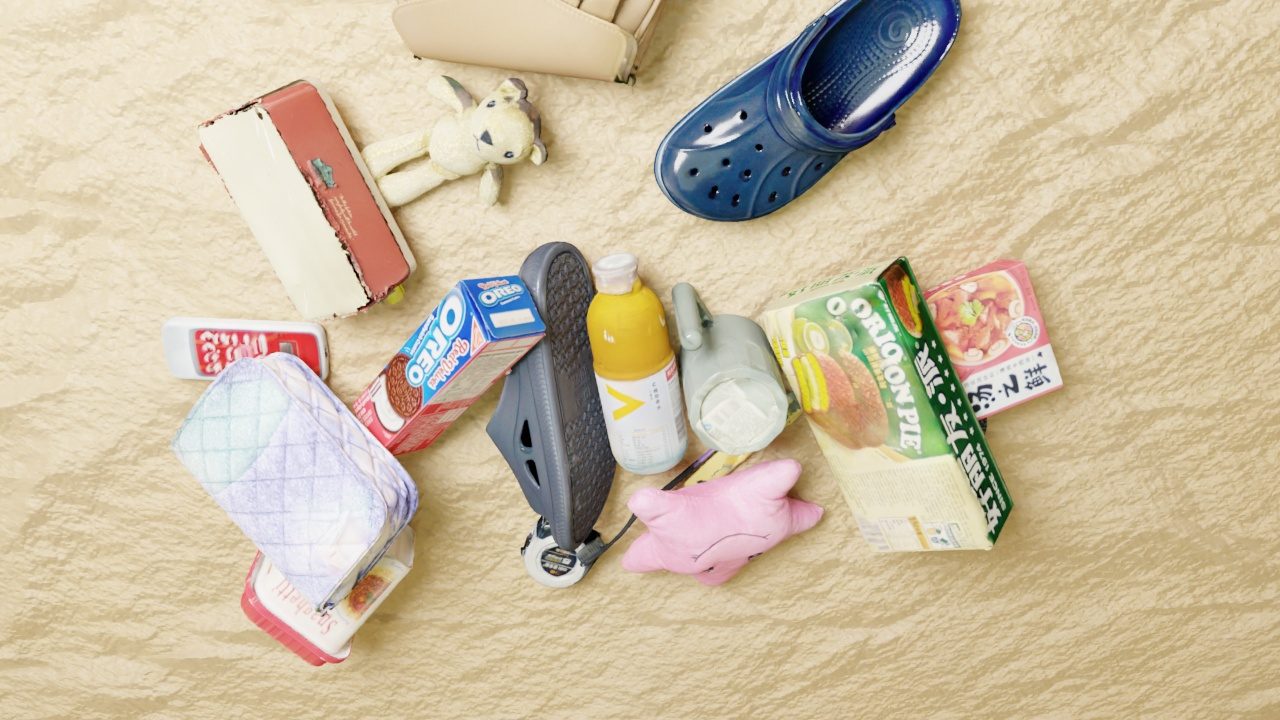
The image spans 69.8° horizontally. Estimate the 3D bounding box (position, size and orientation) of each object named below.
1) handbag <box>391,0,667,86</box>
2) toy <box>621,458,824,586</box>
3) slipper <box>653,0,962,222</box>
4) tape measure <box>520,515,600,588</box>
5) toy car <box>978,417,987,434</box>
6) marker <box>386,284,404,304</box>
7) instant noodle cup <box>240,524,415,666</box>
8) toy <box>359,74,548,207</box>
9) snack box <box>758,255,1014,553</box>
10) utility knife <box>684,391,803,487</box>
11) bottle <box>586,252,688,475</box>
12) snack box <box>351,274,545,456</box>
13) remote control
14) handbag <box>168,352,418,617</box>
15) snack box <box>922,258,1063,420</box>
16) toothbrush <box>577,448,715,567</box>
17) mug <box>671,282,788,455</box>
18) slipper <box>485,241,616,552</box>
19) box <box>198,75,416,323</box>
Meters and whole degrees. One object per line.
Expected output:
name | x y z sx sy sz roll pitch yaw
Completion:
handbag | -0.077 -0.269 0.621 0.204 0.099 0.148 8 116 4
toy | 0.078 0.154 0.840 0.194 0.074 0.179 -11 139 -10
slipper | 0.128 -0.184 0.673 0.253 0.095 0.105 -37 108 11
tape measure | -0.078 0.182 0.874 0.065 0.033 0.066 33 108 -14
toy car | 0.255 0.056 0.818 0.105 0.031 0.049 -4 101 -1
marker | -0.224 -0.103 0.747 0.018 0.015 0.124 -1 121 42
instant noodle cup | -0.278 0.191 0.839 0.124 0.116 0.116 -42 110 4
toy | -0.146 -0.159 0.694 0.157 0.066 0.105 -14 109 23
snack box | 0.201 0.043 0.748 0.115 0.063 0.240 -16 107 45
utility knife | 0.097 0.077 0.839 0.031 0.018 0.152 38 114 -23
bottle | -0.004 0.004 0.759 0.068 0.068 0.190 -9 118 3
snack box | -0.156 0.009 0.729 0.208 0.058 0.057 -39 70 40
remote control | -0.338 -0.008 0.787 0.136 0.020 0.056 3 116 -3
handbag | -0.280 0.096 0.750 0.194 0.075 0.134 45 105 10
snack box | 0.269 -0.008 0.766 0.127 0.044 0.113 -23 102 3
toothbrush | 0.012 0.125 0.843 0.189 0.014 0.017 -42 95 4
mug | 0.065 0.004 0.754 0.084 0.103 0.124 -31 113 13
slipper | -0.080 0.030 0.776 0.083 0.110 0.268 5 113 24
box | -0.255 -0.114 0.691 0.091 0.079 0.168 -9 117 31
